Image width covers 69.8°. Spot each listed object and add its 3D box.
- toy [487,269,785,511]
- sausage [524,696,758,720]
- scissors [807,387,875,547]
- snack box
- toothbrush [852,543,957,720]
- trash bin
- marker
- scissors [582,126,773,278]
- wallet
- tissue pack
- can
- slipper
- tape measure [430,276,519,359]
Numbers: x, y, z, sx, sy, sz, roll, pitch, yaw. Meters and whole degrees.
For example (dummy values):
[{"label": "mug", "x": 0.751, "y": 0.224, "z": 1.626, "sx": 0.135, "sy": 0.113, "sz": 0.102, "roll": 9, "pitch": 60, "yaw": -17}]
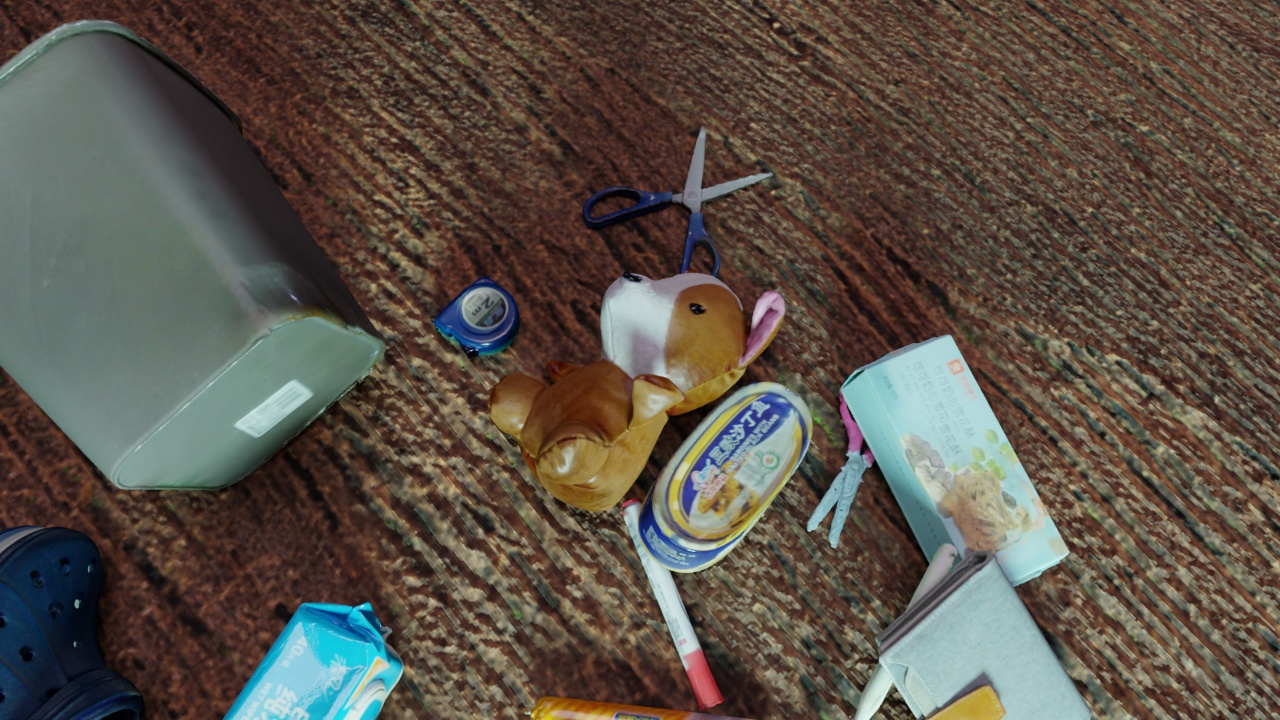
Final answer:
[{"label": "toy", "x": -0.004, "y": 0.004, "z": 0.624, "sx": 0.199, "sy": 0.130, "sz": 0.140, "roll": -35, "pitch": 37, "yaw": -17}, {"label": "sausage", "x": 0.009, "y": 0.229, "z": 0.576, "sx": 0.165, "sy": 0.021, "sz": 0.021, "roll": 7, "pitch": 64, "yaw": -1}, {"label": "scissors", "x": 0.166, "y": 0.080, "z": 0.669, "sx": 0.077, "sy": 0.017, "sz": 0.137, "roll": 23, "pitch": 68, "yaw": -3}, {"label": "snack box", "x": 0.216, "y": 0.074, "z": 0.642, "sx": 0.074, "sy": 0.052, "sz": 0.174, "roll": -21, "pitch": 76, "yaw": -14}, {"label": "toothbrush", "x": 0.152, "y": 0.198, "z": 0.580, "sx": 0.029, "sy": 0.020, "sz": 0.189, "roll": 37, "pitch": 79, "yaw": -21}, {"label": "trash bin", "x": -0.302, "y": -0.049, "z": 0.586, "sx": 0.199, "sy": 0.198, "sz": 0.220, "roll": -42, "pitch": 82, "yaw": -2}, {"label": "marker", "x": 0.019, "y": 0.160, "z": 0.613, "sx": 0.017, "sy": 0.017, "sz": 0.145, "roll": -18, "pitch": 67, "yaw": -14}, {"label": "scissors", "x": 0.033, "y": -0.127, "z": 0.757, "sx": 0.162, "sy": 0.012, "sz": 0.175, "roll": 1, "pitch": 63, "yaw": -5}, {"label": "wallet", "x": 0.213, "y": 0.201, "z": 0.569, "sx": 0.106, "sy": 0.037, "sz": 0.130, "roll": -36, "pitch": 99, "yaw": -14}, {"label": "tissue pack", "x": -0.193, "y": 0.208, "z": 0.528, "sx": 0.063, "sy": 0.090, "sz": 0.139, "roll": 27, "pitch": 65, "yaw": 8}, {"label": "can", "x": 0.060, "y": 0.077, "z": 0.629, "sx": 0.074, "sy": 0.049, "sz": 0.147, "roll": 40, "pitch": 60, "yaw": 11}, {"label": "slipper", "x": -0.333, "y": 0.209, "z": 0.506, "sx": 0.095, "sy": 0.105, "sz": 0.252, "roll": -9, "pitch": 67, "yaw": -2}, {"label": "tape measure", "x": -0.119, "y": -0.030, "z": 0.689, "sx": 0.054, "sy": 0.025, "sz": 0.058, "roll": 39, "pitch": 71, "yaw": 11}]
